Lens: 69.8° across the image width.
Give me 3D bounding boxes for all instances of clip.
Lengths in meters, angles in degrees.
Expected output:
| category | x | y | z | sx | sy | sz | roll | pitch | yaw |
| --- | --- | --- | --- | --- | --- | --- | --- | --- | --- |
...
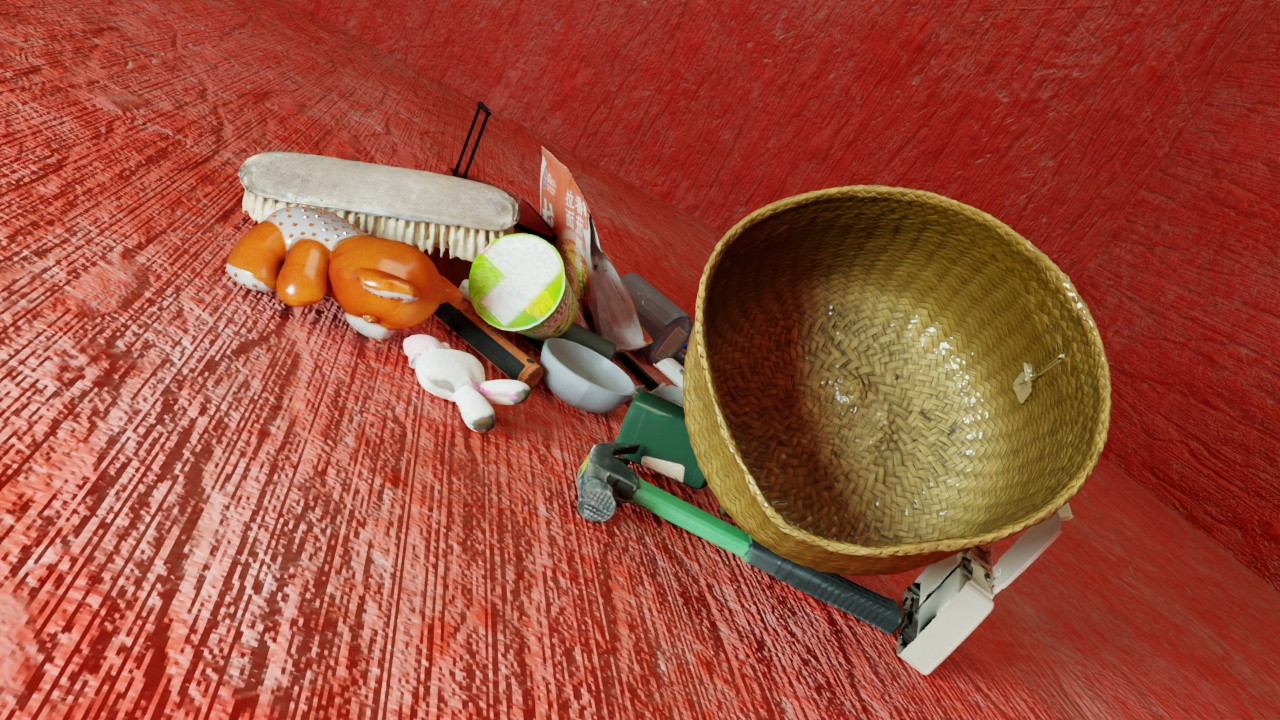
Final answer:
| category | x | y | z | sx | sy | sz | roll | pitch | yaw |
| --- | --- | --- | --- | --- | --- | --- | --- | --- | --- |
| clip | 0.074 | 0.049 | 1.036 | 0.152 | 0.096 | 0.126 | -7 | 41 | -49 |

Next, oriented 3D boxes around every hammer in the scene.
| category | x | y | z | sx | sy | sz | roll | pitch | yaw |
| --- | --- | --- | --- | --- | --- | --- | --- | --- | --- |
| hammer | 0.090 | 0.160 | 0.801 | 0.318 | 0.032 | 0.130 | 28 | 15 | -10 |
| hammer | -0.224 | -0.069 | 0.940 | 0.314 | 0.035 | 0.137 | 37 | 17 | 23 |

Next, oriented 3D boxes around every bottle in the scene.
| category | x | y | z | sx | sy | sz | roll | pitch | yaw |
| --- | --- | --- | --- | --- | --- | --- | --- | --- | --- |
| bottle | -0.117 | -0.040 | 1.018 | 0.184 | 0.045 | 0.045 | 28 | 16 | -8 |
| bottle | 0.046 | 0.083 | 0.871 | 0.131 | 0.061 | 0.061 | 23 | 13 | 4 |

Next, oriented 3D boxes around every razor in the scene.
| category | x | y | z | sx | sy | sz | roll | pitch | yaw |
| --- | --- | --- | --- | --- | --- | --- | --- | --- | --- |
| razor | -0.007 | 0.007 | 1.129 | 0.144 | 0.022 | 0.043 | 51 | -14 | 43 |

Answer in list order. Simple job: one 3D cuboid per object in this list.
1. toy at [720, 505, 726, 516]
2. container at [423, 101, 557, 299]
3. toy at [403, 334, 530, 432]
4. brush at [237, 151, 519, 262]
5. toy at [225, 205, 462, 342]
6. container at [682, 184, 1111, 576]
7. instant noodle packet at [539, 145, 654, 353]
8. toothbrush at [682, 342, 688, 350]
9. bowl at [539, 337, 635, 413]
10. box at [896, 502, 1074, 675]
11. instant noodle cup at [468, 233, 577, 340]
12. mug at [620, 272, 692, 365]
| category | x | y | z | sx | sy | sz | roll | pitch | yaw |
| --- | --- | --- | --- | --- | --- | --- | --- | --- | --- |
| toy | 0.170 | 0.119 | 0.903 | 0.153 | 0.078 | 0.178 | -5 | 16 | 36 |
| container | -0.170 | -0.178 | 1.067 | 0.127 | 0.201 | 0.148 | 19 | 19 | -33 |
| toy | -0.158 | 0.015 | 0.791 | 0.122 | 0.038 | 0.079 | 36 | 29 | 19 |
| brush | -0.256 | -0.156 | 0.921 | 0.271 | 0.057 | 0.083 | 6 | 45 | -15 |
| toy | -0.255 | -0.074 | 0.817 | 0.172 | 0.093 | 0.163 | 21 | 10 | 14 |
| container | 0.190 | 0.027 | 0.757 | 0.307 | 0.306 | 0.197 | 33 | -16 | 12 |
| instant noodle packet | -0.065 | -0.131 | 1.080 | 0.084 | 0.221 | 0.164 | -19 | 34 | -11 |
| toothbrush | 0.052 | -0.027 | 1.356 | 0.182 | 0.018 | 0.016 | 36 | 16 | 29 |
| bowl | -0.060 | 0.021 | 0.943 | 0.106 | 0.039 | 0.106 | 28 | 16 | -9 |
| box | 0.305 | 0.189 | 0.816 | 0.050 | 0.184 | 0.143 | 39 | 21 | 8 |
| instant noodle cup | -0.110 | -0.066 | 0.938 | 0.099 | 0.099 | 0.108 | 35 | -4 | 16 |
| mug | 0.012 | -0.047 | 1.244 | 0.104 | 0.083 | 0.124 | 40 | -9 | 29 |
